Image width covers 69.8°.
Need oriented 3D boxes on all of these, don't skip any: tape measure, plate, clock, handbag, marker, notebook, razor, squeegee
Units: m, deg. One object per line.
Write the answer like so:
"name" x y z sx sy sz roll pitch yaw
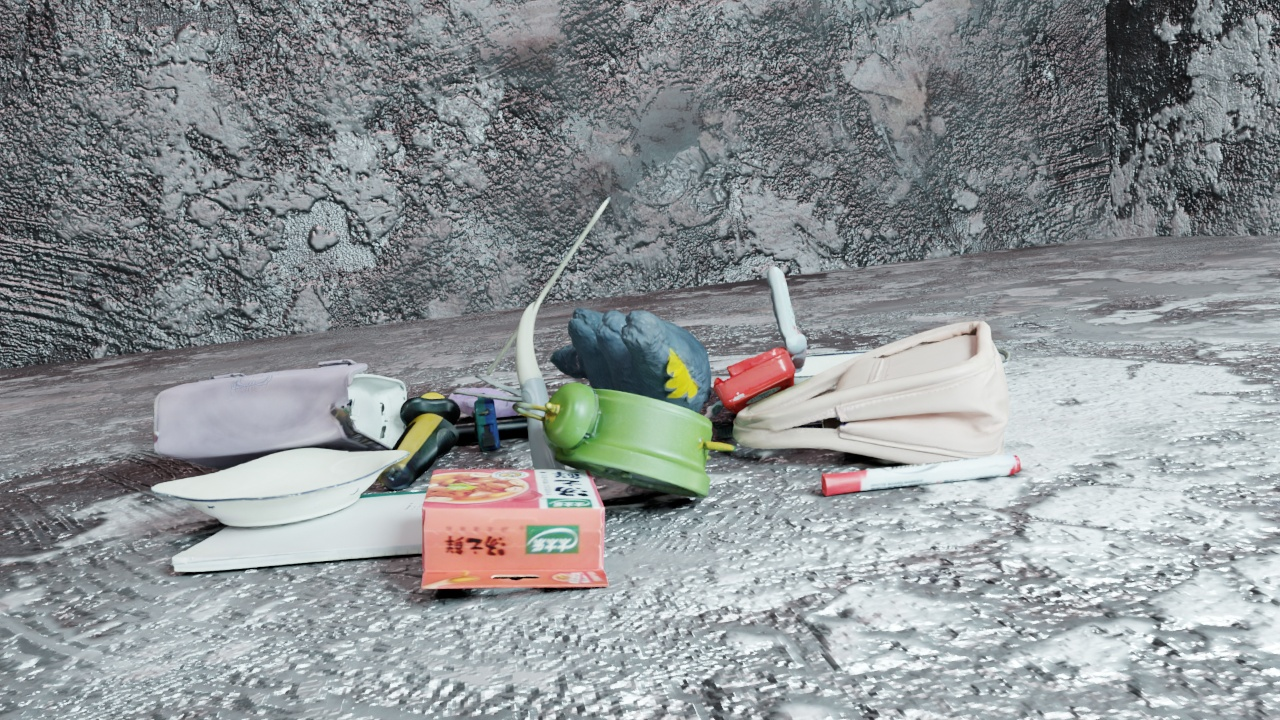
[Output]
"tape measure" -0.158 0.065 0.937 0.025 0.054 0.058 -6 18 -9
"plate" 0.273 0.015 1.030 0.266 0.034 0.161 -4 8 18
"clock" -0.018 0.057 0.681 0.161 0.056 0.116 15 -12 -4
"handbag" 0.193 0.038 0.796 0.234 0.093 0.193 -8 8 20
"marker" 0.206 0.084 0.676 0.145 0.017 0.017 -6 9 0
"notebook" -0.225 0.127 0.716 0.209 0.012 0.150 -5 7 3
"razor" -0.218 0.080 0.886 0.062 0.067 0.167 -45 9 12
"plate" -0.291 0.105 0.757 0.164 0.034 0.164 -2 7 27
"squeegee" -0.090 0.017 0.800 0.039 0.246 0.247 17 -48 -28
"handbag" -0.350 0.055 0.910 0.197 0.098 0.145 -6 -7 7

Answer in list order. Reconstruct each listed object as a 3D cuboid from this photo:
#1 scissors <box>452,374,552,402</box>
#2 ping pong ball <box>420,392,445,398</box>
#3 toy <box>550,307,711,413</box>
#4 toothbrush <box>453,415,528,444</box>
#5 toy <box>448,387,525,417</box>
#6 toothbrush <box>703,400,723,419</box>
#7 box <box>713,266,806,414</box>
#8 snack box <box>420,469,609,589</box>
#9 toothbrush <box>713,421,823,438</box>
"scissors" -0.070 0.047 0.937 0.220 0.022 0.231 4 13 -37
"ping pong ball" -0.248 0.059 1.095 0.040 0.040 0.040 -6 9 1
"toy" -0.005 0.005 0.857 0.138 0.091 0.357 29 -10 -14
"toothbrush" -0.205 0.079 0.983 0.213 0.027 0.026 -7 -36 5
"toy" -0.189 0.051 1.094 0.083 0.039 0.108 8 -1 -35
"toothbrush" 0.048 0.069 0.857 0.027 0.026 0.224 -42 -4 18
"box" 0.114 -0.014 0.895 0.112 0.099 0.201 -25 -10 6
"snack box" -0.083 0.105 0.598 0.113 0.044 0.127 1 7 -10
"toothbrush" 0.165 0.063 0.874 0.189 0.016 0.014 -3 6 6
